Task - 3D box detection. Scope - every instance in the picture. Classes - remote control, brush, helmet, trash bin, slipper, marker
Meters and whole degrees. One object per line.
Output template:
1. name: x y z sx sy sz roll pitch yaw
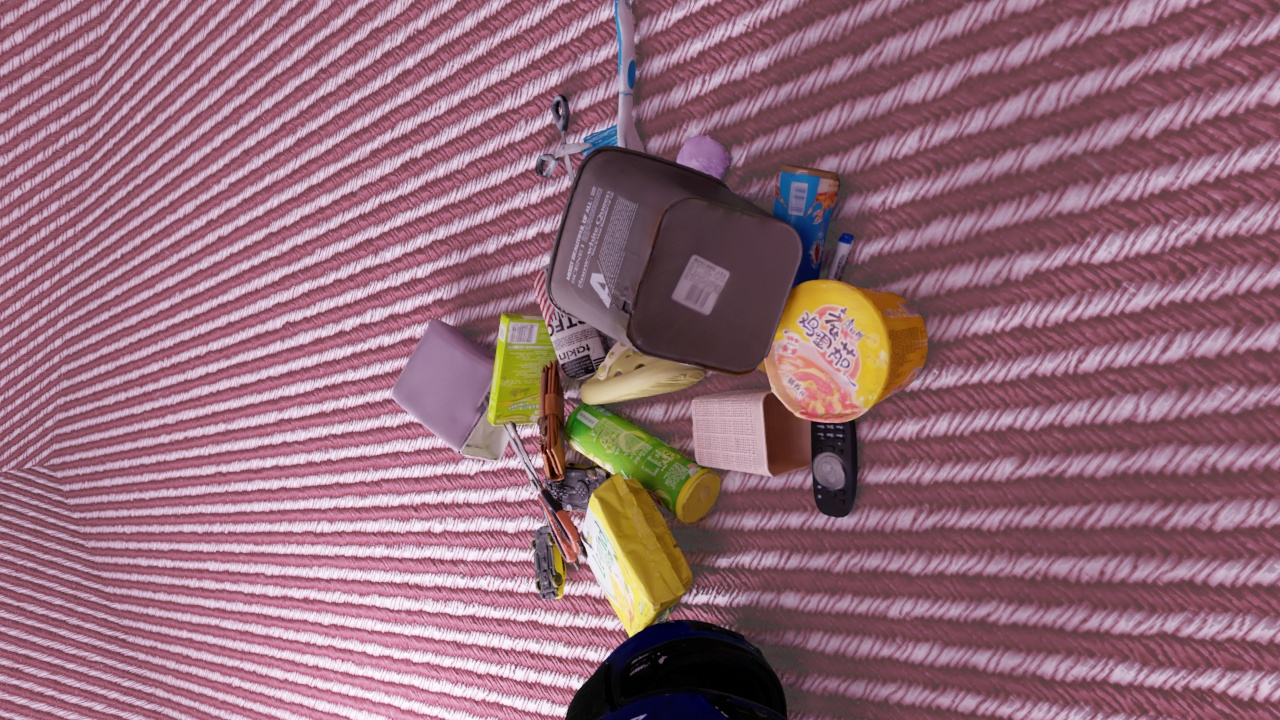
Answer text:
1. remote control: 0.207 0.098 0.974 0.053 0.024 0.136 3 99 41
2. brush: -0.027 -0.290 1.127 0.110 0.060 0.314 -18 81 38
3. helmet: 0.052 0.407 1.011 0.316 0.247 0.239 -57 16 38
4. trash bin: 0.033 -0.097 0.934 0.220 0.198 0.199 -135 61 -64
5. slipper: -0.007 0.007 1.122 0.191 0.091 0.081 -19 80 46
6. marker: 0.196 -0.064 0.968 0.017 0.016 0.146 31 116 37

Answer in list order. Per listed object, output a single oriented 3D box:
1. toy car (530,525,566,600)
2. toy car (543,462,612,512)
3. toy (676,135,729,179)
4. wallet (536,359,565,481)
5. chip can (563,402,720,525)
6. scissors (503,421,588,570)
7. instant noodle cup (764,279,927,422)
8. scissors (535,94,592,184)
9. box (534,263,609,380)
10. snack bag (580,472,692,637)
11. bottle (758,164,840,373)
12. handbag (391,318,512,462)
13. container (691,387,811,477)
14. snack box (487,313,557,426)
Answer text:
1. toy car: -0.128 0.288 1.312 0.048 0.032 0.105 -27 66 43
2. toy car: -0.079 0.174 1.241 0.156 0.041 0.071 -4 96 49
3. toy: 0.066 -0.205 1.057 0.084 0.038 0.108 25 110 20
4. wallet: -0.116 0.079 1.209 0.108 0.031 0.131 88 179 -61
5. chip can: -0.003 0.122 1.143 0.221 0.072 0.073 29 115 37
6. scissors: -0.126 0.184 1.223 0.221 0.015 0.190 45 153 42
7. instant noodle cup: 0.207 -0.013 0.900 0.138 0.109 0.138 7 100 42
8. scissors: -0.101 -0.271 1.186 0.160 0.014 0.180 -42 48 53
9. box: -0.082 -0.052 1.219 0.075 0.081 0.163 -24 76 11
10. snack bag: -0.007 0.247 1.120 0.158 0.068 0.247 60 160 21
11. bottle: 0.159 -0.092 0.968 0.065 0.065 0.219 22 111 40
12. handbag: -0.262 0.043 1.358 0.197 0.098 0.145 30 99 38
13. container: 0.121 0.075 1.010 0.111 0.089 0.090 -2 94 46
14. snack box: -0.159 0.013 1.264 0.026 0.085 0.156 34 119 53
